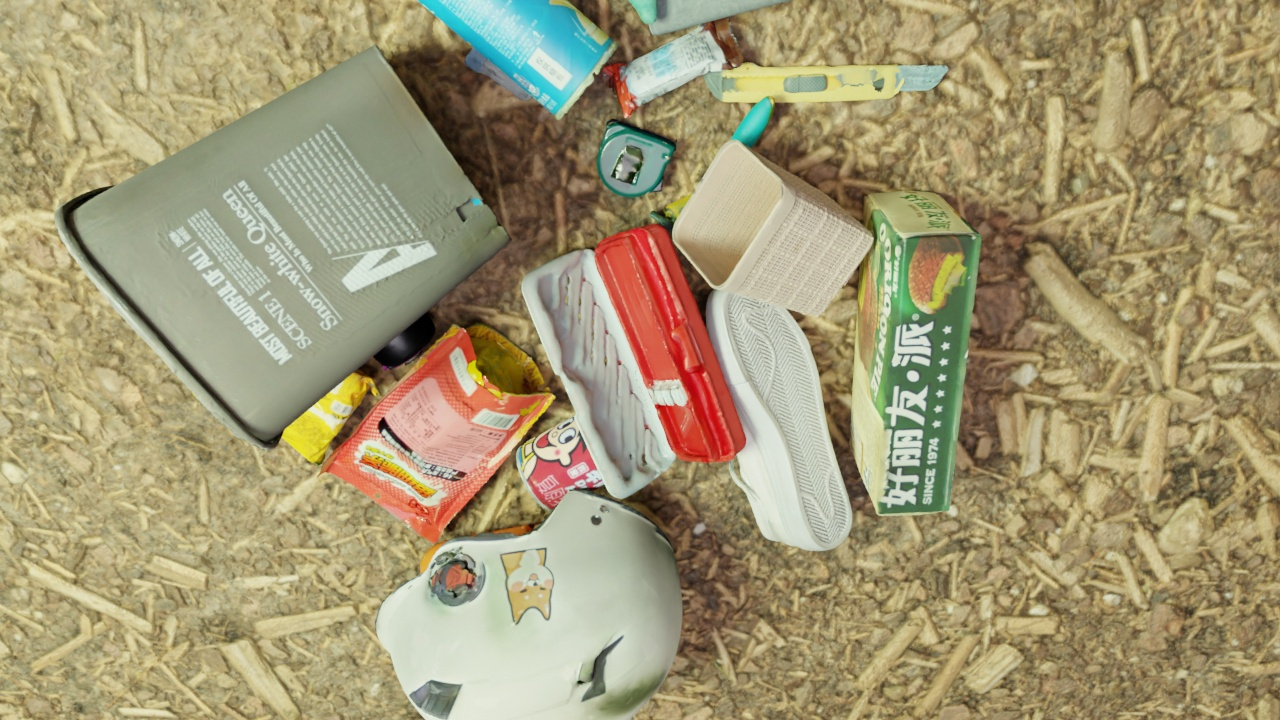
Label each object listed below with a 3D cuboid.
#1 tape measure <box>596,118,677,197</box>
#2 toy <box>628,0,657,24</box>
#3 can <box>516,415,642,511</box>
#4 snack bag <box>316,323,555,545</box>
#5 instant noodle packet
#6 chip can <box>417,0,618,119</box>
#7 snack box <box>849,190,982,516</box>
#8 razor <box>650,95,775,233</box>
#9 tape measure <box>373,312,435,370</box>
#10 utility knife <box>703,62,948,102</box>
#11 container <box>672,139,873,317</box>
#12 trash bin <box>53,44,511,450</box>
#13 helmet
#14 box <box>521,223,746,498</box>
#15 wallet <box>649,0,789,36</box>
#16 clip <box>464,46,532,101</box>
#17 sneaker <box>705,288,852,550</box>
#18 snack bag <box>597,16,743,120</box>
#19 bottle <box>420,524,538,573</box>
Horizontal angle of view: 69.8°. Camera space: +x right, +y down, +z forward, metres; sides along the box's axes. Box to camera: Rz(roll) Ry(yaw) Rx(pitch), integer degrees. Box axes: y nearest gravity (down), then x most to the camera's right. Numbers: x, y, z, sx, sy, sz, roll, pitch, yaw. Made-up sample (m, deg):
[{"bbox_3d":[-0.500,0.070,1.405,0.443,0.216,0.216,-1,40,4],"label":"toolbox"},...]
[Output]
[{"bbox_3d":[-0.006,-0.154,0.711,0.058,0.025,0.055,19,114,-8],"label":"tape measure"},{"bbox_3d":[-0.033,-0.281,0.635,0.092,0.030,0.096,6,121,26],"label":"toy"},{"bbox_3d":[-0.053,0.083,0.804,0.094,0.066,0.066,-29,113,13],"label":"can"},{"bbox_3d":[-0.177,0.067,0.802,0.128,0.073,0.208,35,116,-18],"label":"snack bag"},{"bbox_3d":[-0.300,0.022,0.788,0.128,0.044,0.111,35,112,-16],"label":"instant noodle packet"},{"bbox_3d":[-0.117,-0.261,0.631,0.210,0.071,0.071,37,110,-17],"label":"chip can"},{"bbox_3d":[0.212,-0.005,0.735,0.063,0.114,0.240,-2,115,2],"label":"snack box"},{"bbox_3d":[0.062,-0.149,0.711,0.043,0.028,0.133,42,115,9],"label":"razor"},{"bbox_3d":[-0.198,-0.020,0.759,0.057,0.057,0.039,-33,112,12],"label":"tape measure"},{"bbox_3d":[0.138,-0.211,0.692,0.182,0.019,0.031,-4,122,-3],"label":"utility knife"},{"bbox_3d":[0.103,-0.094,0.690,0.110,0.090,0.090,16,117,-36],"label":"container"},{"bbox_3d":[-0.227,-0.091,0.639,0.219,0.198,0.199,-34,112,-2],"label":"trash bin"},{"bbox_3d":[-0.082,0.252,0.790,0.274,0.156,0.230,-24,136,-4],"label":"helmet"},{"bbox_3d":[-0.004,0.004,0.724,0.095,0.100,0.201,-8,108,53],"label":"box"},{"bbox_3d":[0.058,-0.294,0.634,0.130,0.036,0.107,-8,116,17],"label":"wallet"},{"bbox_3d":[-0.103,-0.215,0.684,0.058,0.037,0.026,37,106,-18],"label":"clip"},{"bbox_3d":[0.101,0.048,0.787,0.091,0.089,0.242,-8,105,53],"label":"sneaker"},{"bbox_3d":[0.022,-0.217,0.677,0.105,0.026,0.045,-23,83,12],"label":"snack bag"},{"bbox_3d":[-0.128,0.186,0.861,0.149,0.066,0.067,-18,115,1],"label":"bottle"}]
